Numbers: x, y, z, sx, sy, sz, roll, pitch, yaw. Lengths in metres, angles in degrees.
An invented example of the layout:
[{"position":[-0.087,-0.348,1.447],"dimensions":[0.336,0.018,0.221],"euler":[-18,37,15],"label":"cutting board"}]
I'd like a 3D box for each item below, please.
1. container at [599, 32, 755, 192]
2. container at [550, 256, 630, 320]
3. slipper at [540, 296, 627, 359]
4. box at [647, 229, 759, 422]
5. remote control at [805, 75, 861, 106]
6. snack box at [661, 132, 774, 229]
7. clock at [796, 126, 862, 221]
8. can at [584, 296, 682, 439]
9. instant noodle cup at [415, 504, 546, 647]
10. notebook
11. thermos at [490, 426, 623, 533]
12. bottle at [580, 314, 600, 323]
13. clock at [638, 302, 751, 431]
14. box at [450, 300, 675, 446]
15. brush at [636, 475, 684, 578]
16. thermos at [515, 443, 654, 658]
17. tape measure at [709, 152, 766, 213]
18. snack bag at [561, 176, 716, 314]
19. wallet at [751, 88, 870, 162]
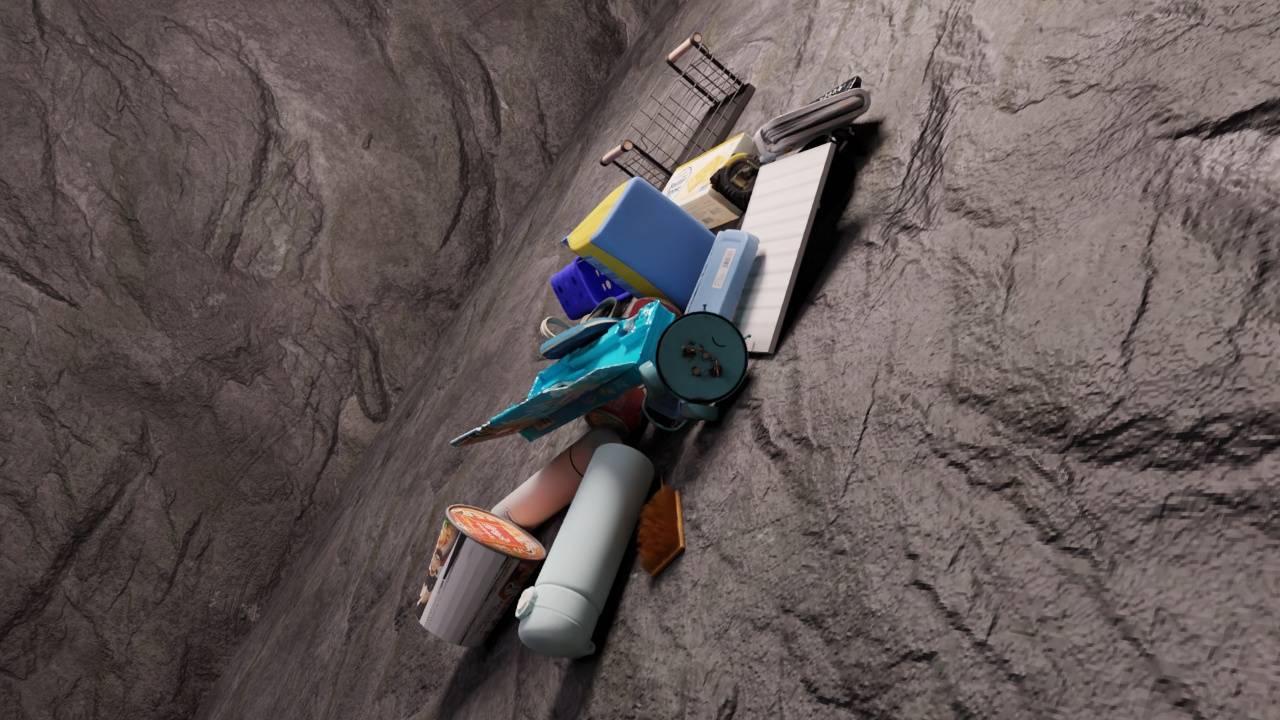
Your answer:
[{"position":[0.059,-0.395,1.521],"dimensions":[0.241,0.130,0.163],"euler":[-59,18,-14],"label":"container"},{"position":[-0.073,-0.119,1.406],"dimensions":[0.084,0.085,0.114],"euler":[-27,3,-26],"label":"container"},{"position":[-0.065,-0.042,1.152],"dimensions":[0.118,0.060,0.294],"euler":[-22,-2,7],"label":"slipper"},{"position":[0.058,-0.040,0.976],"dimensions":[0.209,0.034,0.127],"euler":[-68,17,0],"label":"box"},{"position":[0.220,-0.302,1.123],"dimensions":[0.047,0.022,0.150],"euler":[-59,16,-13],"label":"remote control"},{"position":[0.091,-0.235,1.270],"dimensions":[0.104,0.057,0.208],"euler":[-59,19,-14],"label":"snack box"},{"position":[0.189,-0.200,0.976],"dimensions":[0.091,0.042,0.120],"euler":[-20,38,61],"label":"clock"},{"position":[-0.006,0.006,1.064],"dimensions":[0.067,0.067,0.169],"euler":[-27,32,56],"label":"can"},{"position":[-0.188,0.246,1.034],"dimensions":[0.122,0.123,0.123],"euler":[-63,17,3],"label":"instant noodle cup"},{"position":[0.128,-0.109,0.932],"dimensions":[0.143,0.009,0.209],"euler":[6,78,69],"label":"notebook"},{"position":[-0.099,0.146,1.070],"dimensions":[0.225,0.052,0.052],"euler":[-40,23,39],"label":"thermos"},{"position":[-0.079,-0.024,1.347],"dimensions":[0.043,0.043,0.110],"euler":[-43,20,32],"label":"bottle"},{"position":[0.050,0.011,0.883],"dimensions":[0.124,0.090,0.053],"euler":[-55,-2,-2],"label":"clock"},{"position":[-0.076,0.034,0.975],"dimensions":[0.228,0.071,0.181],"euler":[-29,10,43],"label":"box"},{"position":[0.017,0.141,0.840],"dimensions":[0.048,0.017,0.126],"euler":[-48,19,20],"label":"brush"},{"position":[-0.048,0.176,0.855],"dimensions":[0.065,0.078,0.206],"euler":[-34,25,49],"label":"thermos"},{"position":[0.129,-0.223,1.133],"dimensions":[0.062,0.067,0.038],"euler":[-47,-13,-2],"label":"tape measure"},{"position":[-0.006,-0.129,1.160],"dimensions":[0.102,0.159,0.206],"euler":[-59,17,-17],"label":"snack bag"},{"position":[0.187,-0.258,0.995],"dimensions":[0.118,0.037,0.115],"euler":[-22,2,-8],"label":"wallet"}]
